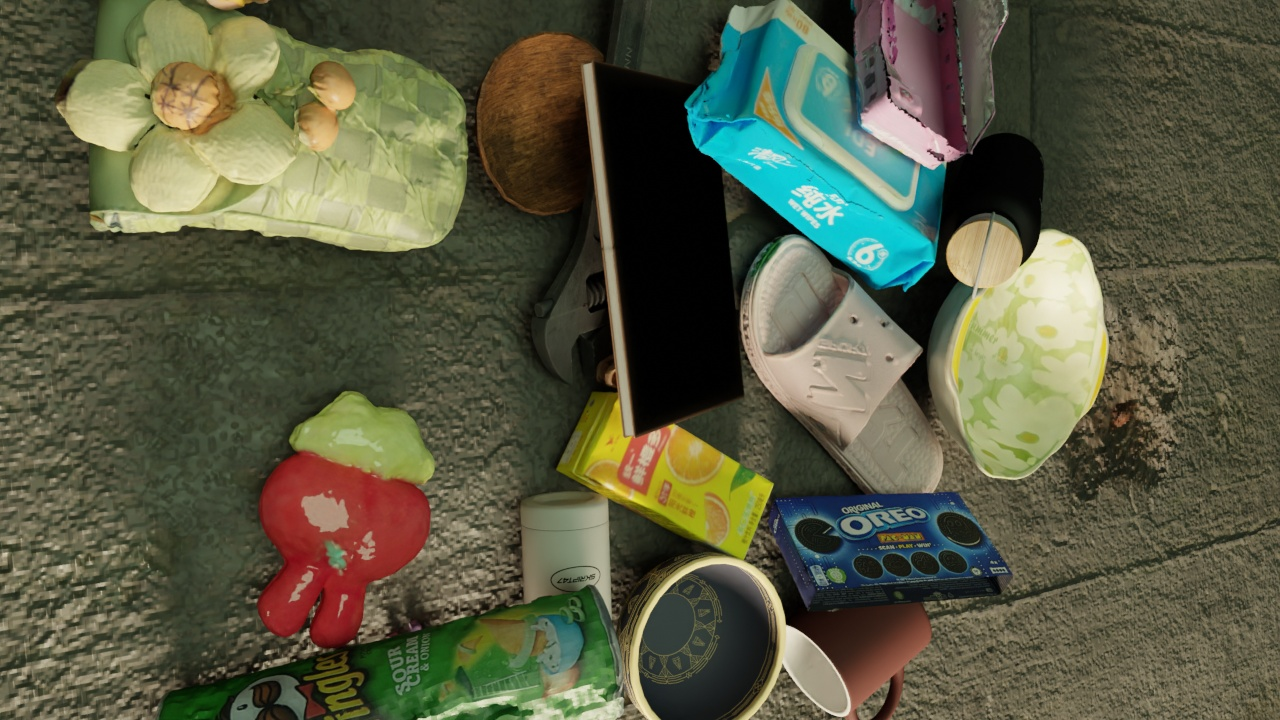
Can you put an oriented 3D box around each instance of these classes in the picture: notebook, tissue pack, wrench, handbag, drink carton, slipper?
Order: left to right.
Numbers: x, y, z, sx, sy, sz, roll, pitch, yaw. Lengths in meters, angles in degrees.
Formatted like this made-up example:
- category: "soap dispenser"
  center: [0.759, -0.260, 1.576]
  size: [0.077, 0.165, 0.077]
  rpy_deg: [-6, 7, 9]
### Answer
- category: "handbag"
  center: [-0.168, -0.113, 0.437]
  size: [0.186, 0.117, 0.113]
  rpy_deg: [3, 90, -27]
- category: "wrench"
  center: [-0.020, -0.120, 0.554]
  size: [0.073, 0.018, 0.273]
  rpy_deg: [6, 94, -48]
- category: "drink carton"
  center: [0.017, 0.074, 0.588]
  size: [0.134, 0.043, 0.058]
  rpy_deg: [32, 73, -26]
- category: "notebook"
  center: [0.020, -0.069, 0.567]
  size: [0.141, 0.008, 0.209]
  rpy_deg: [-14, 100, -56]
- category: "tissue pack"
  center: [0.123, -0.145, 0.615]
  size: [0.209, 0.066, 0.116]
  rpy_deg: [32, 59, -23]
- category: "slipper"
  center: [0.156, 0.018, 0.649]
  size: [0.094, 0.064, 0.239]
  rpy_deg: [-46, 113, -19]

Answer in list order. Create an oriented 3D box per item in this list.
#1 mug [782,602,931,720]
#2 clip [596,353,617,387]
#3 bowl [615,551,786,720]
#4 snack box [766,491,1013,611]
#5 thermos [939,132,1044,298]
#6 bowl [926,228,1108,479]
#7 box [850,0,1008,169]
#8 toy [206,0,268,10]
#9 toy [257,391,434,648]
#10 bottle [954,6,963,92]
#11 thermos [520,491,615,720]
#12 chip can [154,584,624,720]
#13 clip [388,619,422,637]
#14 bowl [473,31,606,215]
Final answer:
- category: "mug"
  center: [0.156, 0.208, 0.647]
  size: [0.082, 0.073, 0.106]
  rpy_deg: [-30, 100, -25]
- category: "clip"
  center: [-0.007, 0.002, 0.579]
  size: [0.061, 0.043, 0.025]
  rpy_deg: [-6, 109, -37]
- category: "bowl"
  center: [0.030, 0.175, 0.586]
  size: [0.112, 0.061, 0.112]
  rpy_deg: [-1, 92, -29]
- category: "snack box"
  center: [0.171, 0.129, 0.635]
  size: [0.150, 0.082, 0.027]
  rpy_deg: [0, 128, -18]
- category: "thermos"
  center: [0.240, -0.101, 0.625]
  size: [0.061, 0.061, 0.230]
  rpy_deg: [65, 31, -14]
- category: "bowl"
  center: [0.278, -0.007, 0.705]
  size: [0.219, 0.060, 0.188]
  rpy_deg: [9, 96, -39]
- category: "box"
  center: [0.200, -0.250, 0.605]
  size: [0.085, 0.097, 0.230]
  rpy_deg: [19, 61, -29]
- category: "toy"
  center: [-0.128, -0.256, 0.442]
  size: [0.196, 0.065, 0.263]
  rpy_deg: [17, 59, -12]
- category: "toy"
  center: [-0.158, 0.085, 0.490]
  size: [0.091, 0.045, 0.135]
  rpy_deg: [19, 78, -31]
- category: "bottle"
  center: [0.226, -0.215, 0.692]
  size: [0.040, 0.040, 0.130]
  rpy_deg: [31, 77, -26]
- category: "thermos"
  center: [-0.042, 0.194, 0.553]
  size: [0.052, 0.052, 0.224]
  rpy_deg: [-3, 93, -29]
- category: "chip can"
  center: [-0.119, 0.176, 0.469]
  size: [0.223, 0.075, 0.075]
  rpy_deg: [-11, 97, -12]
- category: "clip"
  center: [-0.124, 0.174, 0.531]
  size: [0.036, 0.013, 0.053]
  rpy_deg: [-43, 108, -22]
- category: "bowl"
  center: [-0.058, -0.139, 0.540]
  size: [0.114, 0.026, 0.102]
  rpy_deg: [-26, 119, -42]
